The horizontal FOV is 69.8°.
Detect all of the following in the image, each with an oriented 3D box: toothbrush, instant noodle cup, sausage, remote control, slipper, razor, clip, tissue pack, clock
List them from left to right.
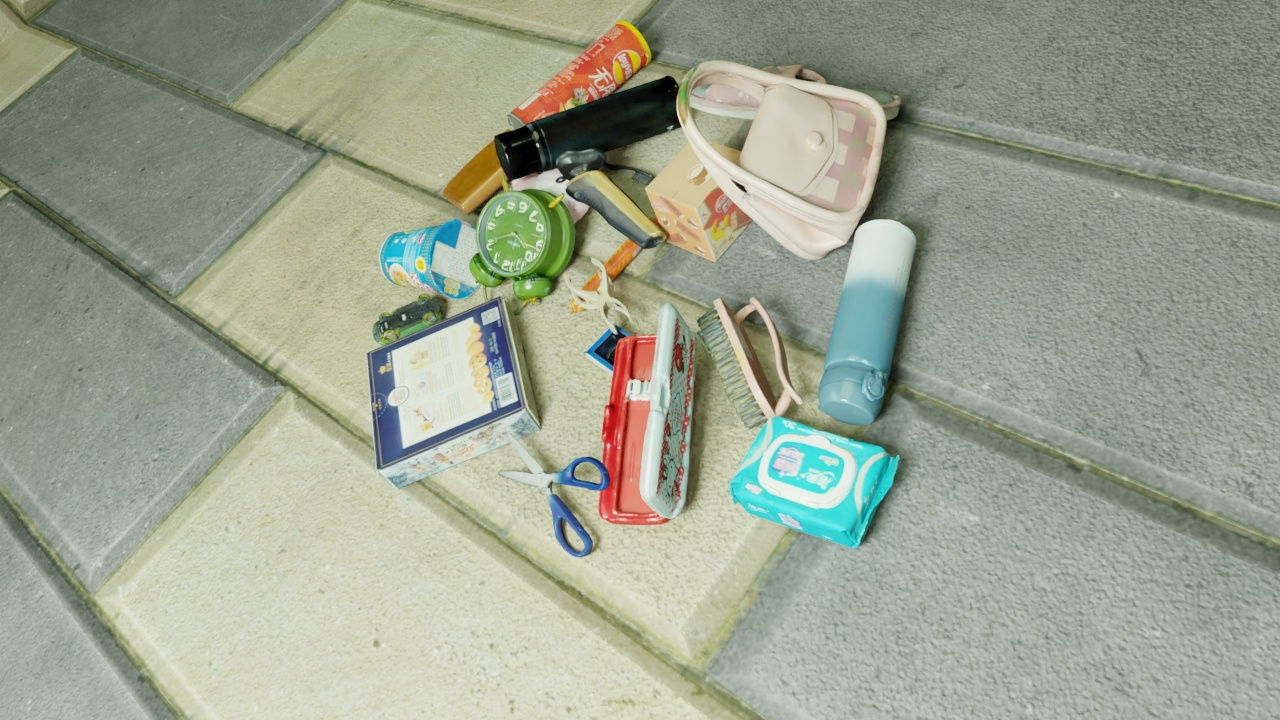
[{"bbox_3d":[-0.267,-0.128,1.161,0.110,0.099,0.099,4,57,35],"label":"instant noodle cup"},{"bbox_3d":[-0.147,-0.134,1.108,0.116,0.056,0.161,21,102,24],"label":"clock"},{"bbox_3d":[-0.055,-0.260,1.217,0.189,0.014,0.017,25,90,35],"label":"toothbrush"},{"bbox_3d":[-0.035,-0.080,1.035,0.104,0.035,0.086,28,68,33],"label":"clip"},{"bbox_3d":[-0.032,-0.193,1.093,0.067,0.062,0.167,-45,69,1],"label":"razor"},{"bbox_3d":[-0.029,-0.114,1.093,0.021,0.021,0.165,30,71,36],"label":"sausage"},{"bbox_3d":[-0.006,0.006,0.993,0.049,0.024,0.125,-45,53,-13],"label":"remote control"},{"bbox_3d":[0.181,-0.330,1.121,0.275,0.054,0.113,13,31,27],"label":"slipper"},{"bbox_3d":[0.158,0.109,0.833,0.134,0.050,0.093,15,62,30],"label":"tissue pack"}]

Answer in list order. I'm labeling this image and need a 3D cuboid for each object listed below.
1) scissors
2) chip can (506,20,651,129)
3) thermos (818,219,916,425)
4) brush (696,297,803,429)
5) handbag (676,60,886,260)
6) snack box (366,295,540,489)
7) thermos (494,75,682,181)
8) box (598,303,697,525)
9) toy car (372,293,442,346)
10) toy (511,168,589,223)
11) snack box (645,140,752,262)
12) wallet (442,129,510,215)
[{"bbox_3d":[-0.088,0.131,0.920,0.163,0.012,0.162,-27,68,41],"label":"scissors"},{"bbox_3d":[-0.084,-0.381,1.278,0.216,0.073,0.073,-43,51,-12],"label":"chip can"},{"bbox_3d":[0.225,-0.038,0.905,0.070,0.070,0.219,4,57,25],"label":"thermos"},{"bbox_3d":[0.112,0.002,0.922,0.073,0.063,0.145,-30,50,13],"label":"brush"},{"bbox_3d":[0.143,-0.237,0.992,0.234,0.094,0.192,26,59,-9],"label":"handbag"},{"bbox_3d":[-0.218,0.032,1.046,0.182,0.046,0.177,-23,50,5],"label":"snack box"},{"bbox_3d":[-0.067,-0.299,1.180,0.242,0.068,0.090,-21,19,-13],"label":"thermos"},{"bbox_3d":[-0.001,0.052,0.890,0.095,0.100,0.200,-4,64,20],"label":"box"},{"bbox_3d":[-0.287,-0.047,1.139,0.091,0.036,0.043,-27,49,3],"label":"toy car"},{"bbox_3d":[-0.124,-0.217,1.190,0.121,0.054,0.159,-24,42,3],"label":"toy"},{"bbox_3d":[0.074,-0.185,1.055,0.077,0.094,0.092,29,70,35],"label":"snack box"},{"bbox_3d":[-0.211,-0.261,1.253,0.130,0.035,0.119,-44,32,-5],"label":"wallet"}]
